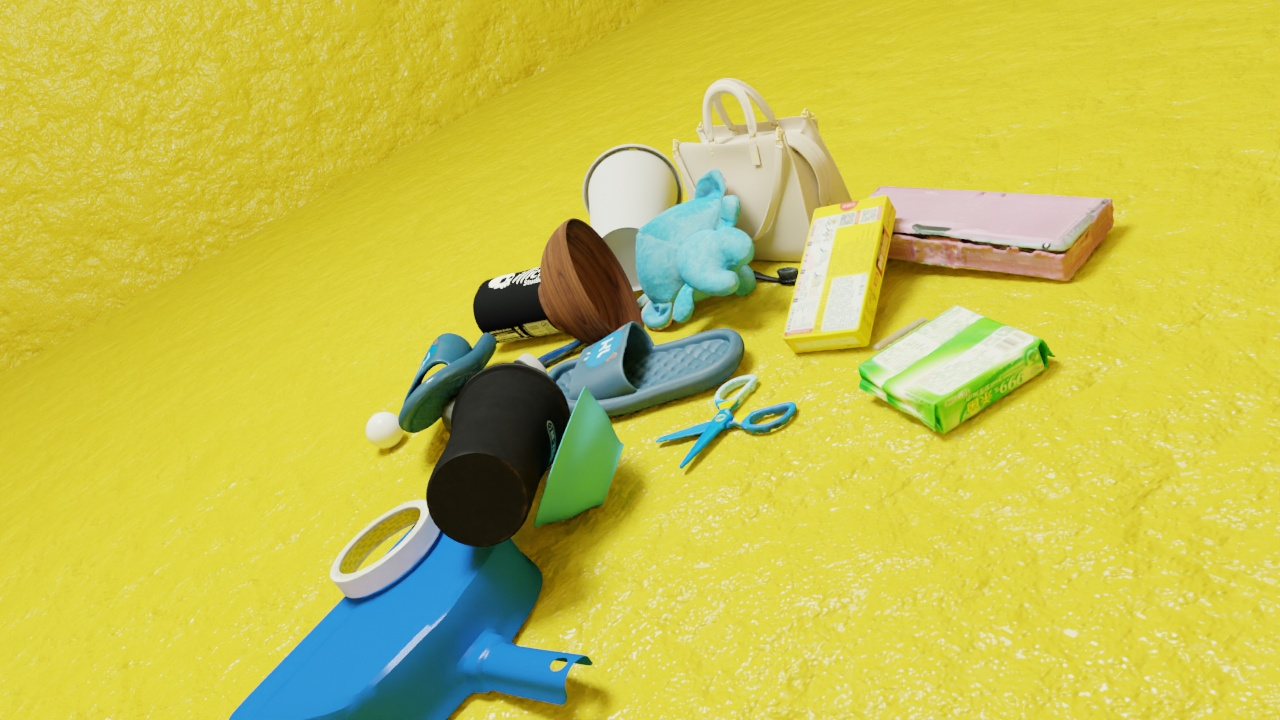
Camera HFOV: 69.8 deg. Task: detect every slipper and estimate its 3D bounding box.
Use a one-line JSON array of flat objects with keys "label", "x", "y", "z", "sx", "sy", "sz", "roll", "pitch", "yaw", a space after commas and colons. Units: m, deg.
[{"label": "slipper", "x": -0.211, "y": 0.016, "z": 0.985, "sx": 0.104, "sy": 0.059, "sz": 0.213, "roll": -51, "pitch": 4, "yaw": 15}, {"label": "slipper", "x": -0.005, "y": 0.005, "z": 0.873, "sx": 0.214, "sy": 0.059, "sz": 0.103, "roll": -10, "pitch": 32, "yaw": 26}]

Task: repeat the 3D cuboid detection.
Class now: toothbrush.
[{"label": "toothbrush", "x": 0.107, "y": -0.096, "z": 1.005, "sx": 0.014, "sy": 0.017, "sz": 0.188, "roll": -42, "pitch": 29, "yaw": -26}]

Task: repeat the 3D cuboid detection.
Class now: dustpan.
[{"label": "dustpan", "x": -0.134, "y": 0.193, "z": 0.642, "sx": 0.258, "sy": 0.059, "sz": 0.244, "roll": -12, "pitch": 28, "yaw": 47}]

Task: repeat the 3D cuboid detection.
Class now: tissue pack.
[{"label": "tissue pack", "x": 0.232, "y": 0.003, "z": 0.689, "sx": 0.114, "sy": 0.034, "sz": 0.099, "roll": -30, "pitch": 29, "yaw": -10}]

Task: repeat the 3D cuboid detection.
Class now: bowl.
[{"label": "bowl", "x": -0.044, "y": 0.085, "z": 0.744, "sx": 0.046, "sy": 0.121, "sz": 0.120, "roll": 20, "pitch": 35, "yaw": 0}, {"label": "bowl", "x": -0.065, "y": -0.070, "z": 0.973, "sx": 0.069, "sy": 0.147, "sz": 0.147, "roll": -27, "pitch": 25, "yaw": 19}]

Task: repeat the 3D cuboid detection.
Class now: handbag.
[{"label": "handbag", "x": 0.119, "y": -0.210, "z": 0.995, "sx": 0.101, "sy": 0.198, "sz": 0.195, "roll": -41, "pitch": 30, "yaw": -28}]

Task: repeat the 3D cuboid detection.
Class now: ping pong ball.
[{"label": "ping pong ball", "x": -0.281, "y": 0.077, "z": 1.008, "sx": 0.040, "sy": 0.040, "sz": 0.040, "roll": -21, "pitch": 27, "yaw": 11}]

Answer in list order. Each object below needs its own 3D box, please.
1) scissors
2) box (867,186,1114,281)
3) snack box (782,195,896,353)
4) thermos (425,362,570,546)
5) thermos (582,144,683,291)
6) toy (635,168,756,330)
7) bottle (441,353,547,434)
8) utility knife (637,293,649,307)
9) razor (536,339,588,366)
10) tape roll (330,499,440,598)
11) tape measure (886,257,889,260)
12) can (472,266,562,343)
[{"label": "scissors", "x": 0.070, "y": 0.047, "z": 0.777, "sx": 0.125, "sy": 0.016, "sz": 0.125, "roll": -17, "pitch": 24, "yaw": 15}, {"label": "box", "x": 0.294, "y": -0.124, "z": 0.835, "sx": 0.098, "sy": 0.041, "sz": 0.233, "roll": -43, "pitch": 36, "yaw": -24}, {"label": "snack box", "x": 0.181, "y": -0.079, "z": 0.831, "sx": 0.075, "sy": 0.025, "sz": 0.152, "roll": -5, "pitch": 55, "yaw": 40}, {"label": "thermos", "x": -0.114, "y": 0.073, "z": 0.737, "sx": 0.106, "sy": 0.106, "sz": 0.218, "roll": -24, "pitch": 11, "yaw": 4}, {"label": "thermos", "x": -0.012, "y": -0.174, "z": 1.133, "sx": 0.132, "sy": 0.131, "sz": 0.221, "roll": -19, "pitch": 30, "yaw": 13}, {"label": "toy", "x": 0.071, "y": -0.105, "z": 0.952, "sx": 0.181, "sy": 0.114, "sz": 0.183, "roll": 29, "pitch": 94, "yaw": 59}, {"label": "bottle", "x": -0.144, "y": 0.041, "z": 0.929, "sx": 0.108, "sy": 0.060, "sz": 0.060, "roll": -40, "pitch": 29, "yaw": -27}, {"label": "utility knife", "x": 0.050, "y": -0.119, "z": 1.098, "sx": 0.029, "sy": 0.020, "sz": 0.197, "roll": -3, "pitch": 36, "yaw": 46}, {"label": "razor", "x": -0.111, "y": 0.000, "z": 1.021, "sx": 0.141, "sy": 0.018, "sz": 0.044, "roll": -22, "pitch": 4, "yaw": 3}, {"label": "tape roll", "x": -0.204, "y": 0.150, "z": 0.737, "sx": 0.094, "sy": 0.019, "sz": 0.094, "roll": -29, "pitch": 20, "yaw": 11}, {"label": "tape measure", "x": 0.230, "y": -0.116, "z": 0.928, "sx": 0.065, "sy": 0.017, "sz": 0.064, "roll": -24, "pitch": 26, "yaw": 5}, {"label": "can", "x": -0.121, "y": -0.069, "z": 1.086, "sx": 0.146, "sy": 0.080, "sz": 0.080, "roll": -9, "pitch": 31, "yaw": 31}]
